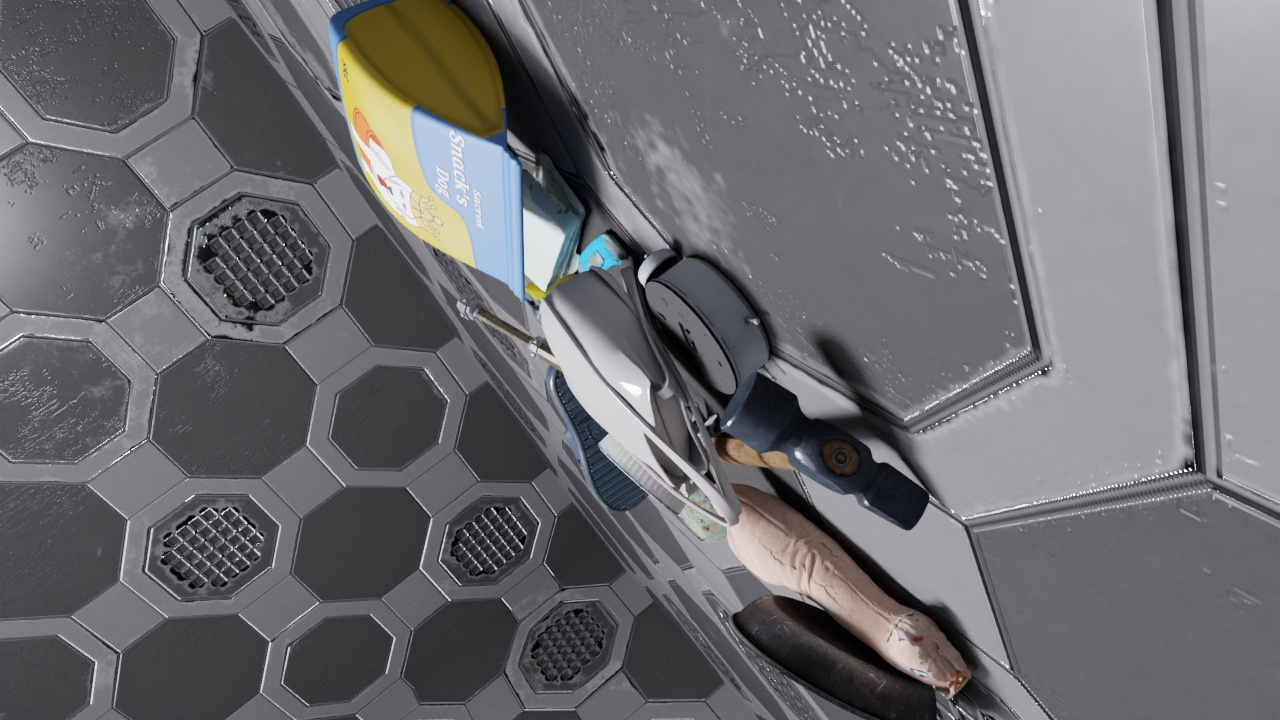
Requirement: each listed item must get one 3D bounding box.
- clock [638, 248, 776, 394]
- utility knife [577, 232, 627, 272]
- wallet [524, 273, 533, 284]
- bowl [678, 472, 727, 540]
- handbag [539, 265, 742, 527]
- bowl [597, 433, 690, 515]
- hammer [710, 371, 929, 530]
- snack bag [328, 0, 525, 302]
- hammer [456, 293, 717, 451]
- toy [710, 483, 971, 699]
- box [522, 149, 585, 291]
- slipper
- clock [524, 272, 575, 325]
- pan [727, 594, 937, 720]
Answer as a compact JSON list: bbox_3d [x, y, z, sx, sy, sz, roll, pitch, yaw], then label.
[{"bbox_3d":[0.040,-0.031,0.632,0.122,0.035,0.094,43,165,41],"label":"clock"},{"bbox_3d":[-0.039,-0.088,0.814,0.031,0.015,0.179,58,169,-4],"label":"utility knife"},{"bbox_3d":[-0.129,-0.115,1.049,0.115,0.026,0.089,57,169,-18],"label":"wallet"},{"bbox_3d":[0.058,0.162,1.111,0.157,0.038,0.158,49,168,14],"label":"bowl"},{"bbox_3d":[0.018,0.043,0.733,0.222,0.095,0.216,52,171,29],"label":"handbag"},{"bbox_3d":[0.017,0.108,1.011,0.118,0.062,0.118,41,178,1],"label":"bowl"},{"bbox_3d":[0.095,0.067,0.674,0.129,0.040,0.322,32,173,-3],"label":"hammer"},{"bbox_3d":[-0.145,-0.161,0.710,0.205,0.102,0.159,51,156,24],"label":"snack bag"},{"bbox_3d":[-0.061,0.014,0.941,0.317,0.028,0.147,30,162,17],"label":"hammer"},{"bbox_3d":[0.166,0.193,0.777,0.264,0.065,0.196,34,170,38],"label":"toy"},{"bbox_3d":[-0.088,-0.117,0.840,0.199,0.066,0.083,130,118,-75],"label":"box"},{"bbox_3d":[-0.053,0.081,1.188,0.082,0.101,0.264,49,164,56],"label":"slipper"},{"bbox_3d":[-0.075,-0.046,0.965,0.118,0.057,0.083,50,167,13],"label":"clock"},{"bbox_3d":[0.176,0.261,0.846,0.187,0.055,0.356,25,180,11],"label":"pan"}]
